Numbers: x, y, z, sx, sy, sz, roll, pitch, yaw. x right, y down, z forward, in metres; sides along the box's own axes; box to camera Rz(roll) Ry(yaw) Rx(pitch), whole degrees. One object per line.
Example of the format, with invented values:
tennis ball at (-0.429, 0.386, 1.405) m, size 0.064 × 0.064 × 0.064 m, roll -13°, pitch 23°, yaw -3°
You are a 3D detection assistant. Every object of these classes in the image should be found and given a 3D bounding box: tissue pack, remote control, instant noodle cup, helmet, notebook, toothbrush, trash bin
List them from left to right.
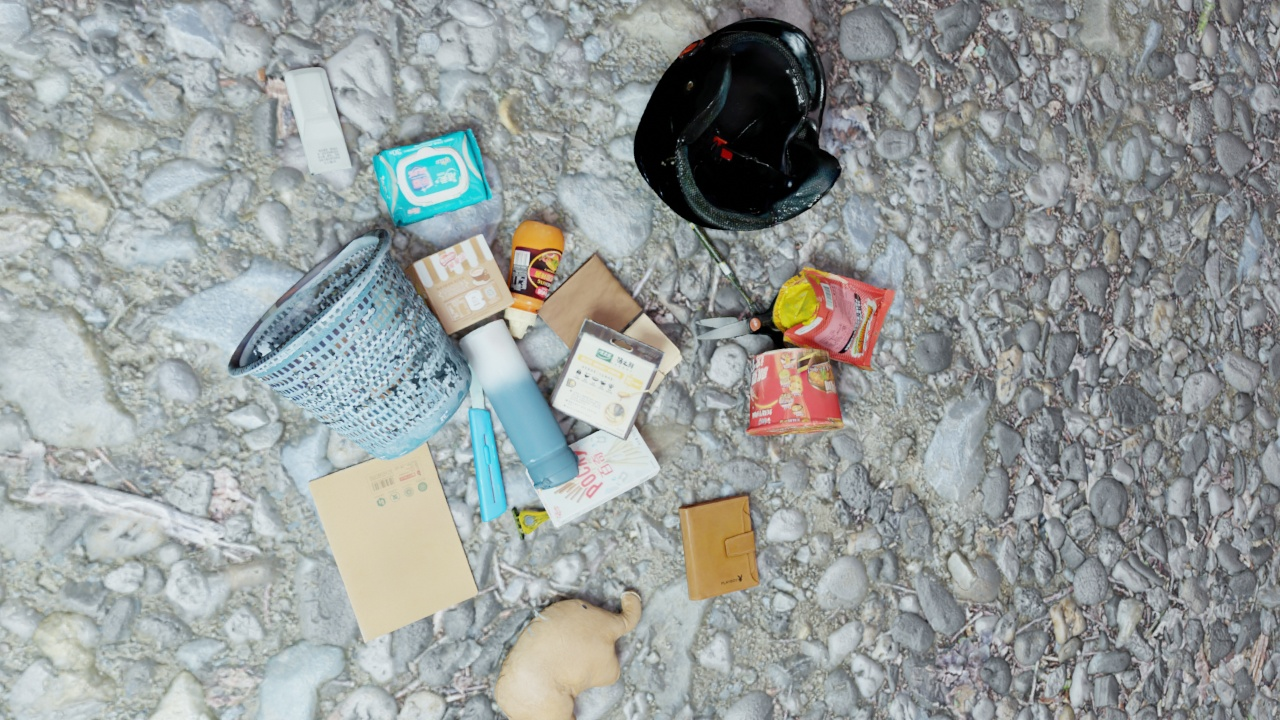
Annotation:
remote control at (-0.385, -0.286, 1.095) m, size 0.049 × 0.024 × 0.125 m, roll -16°, pitch 95°, yaw -21°
trash bin at (-0.307, -0.002, 1.033) m, size 0.226 × 0.227 × 0.195 m, roll -48°, pitch 118°, yaw -16°
notebook at (-0.300, 0.220, 1.124) m, size 0.147 × 0.008 × 0.207 m, roll -20°, pitch 96°, yaw -21°
tissue pack at (-0.255, -0.225, 1.131) m, size 0.133 × 0.050 × 0.093 m, roll -22°, pitch 96°, yaw -22°
toothbrush at (0.117, -0.137, 1.297) m, size 0.012 × 0.017 × 0.186 m, roll -42°, pitch 104°, yaw -16°
helmet at (0.118, -0.301, 1.189) m, size 0.233 × 0.230 × 0.274 m, roll 35°, pitch 77°, yaw -33°
instant noodle cup at (0.209, 0.045, 1.275) m, size 0.137 × 0.138 × 0.108 m, roll 0°, pitch 80°, yaw -22°

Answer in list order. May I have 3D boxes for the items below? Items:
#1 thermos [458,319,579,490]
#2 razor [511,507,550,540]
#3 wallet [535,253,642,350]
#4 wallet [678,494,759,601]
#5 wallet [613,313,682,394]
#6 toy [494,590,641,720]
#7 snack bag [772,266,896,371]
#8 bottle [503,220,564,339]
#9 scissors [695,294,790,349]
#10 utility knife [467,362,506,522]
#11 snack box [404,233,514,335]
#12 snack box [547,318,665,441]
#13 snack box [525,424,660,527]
thermos at (-0.148, 0.058, 1.142) m, size 0.070 × 0.070 × 0.220 m, roll -28°, pitch 90°, yaw -20°
razor at (-0.102, 0.192, 1.197) m, size 0.132 × 0.028 × 0.043 m, roll -18°, pitch 92°, yaw -23°
wallet at (-0.068, -0.068, 1.221) m, size 0.115 × 0.020 × 0.101 m, roll -44°, pitch 105°, yaw -14°
wallet at (0.109, 0.260, 1.278) m, size 0.107 × 0.031 × 0.132 m, roll -7°, pitch 93°, yaw -21°
wallet at (-0.007, 0.007, 1.225) m, size 0.115 × 0.024 × 0.087 m, roll -45°, pitch 104°, yaw -4°
toy at (-0.087, 0.371, 1.173) m, size 0.225 × 0.083 × 0.143 m, roll -48°, pitch 110°, yaw -19°
snack bag at (0.288, -0.061, 1.324) m, size 0.207 × 0.073 × 0.128 m, roll 12°, pitch 92°, yaw -39°
bottle at (-0.142, -0.101, 1.171) m, size 0.066 × 0.067 × 0.149 m, roll 14°, pitch 90°, yaw -21°
scissors at (0.173, -0.037, 1.294) m, size 0.233 × 0.022 × 0.161 m, roll -35°, pitch 107°, yaw -30°
utility knife at (-0.200, 0.102, 1.163) m, size 0.034 × 0.018 × 0.203 m, roll -9°, pitch 91°, yaw -21°
snack box at (-0.223, -0.091, 1.126) m, size 0.092 × 0.077 × 0.094 m, roll -28°, pitch 100°, yaw -20°
snack box at (-0.044, 0.024, 1.182) m, size 0.113 × 0.053 × 0.125 m, roll 24°, pitch 90°, yaw -2°
snack box at (-0.061, 0.144, 1.196) m, size 0.156 × 0.027 × 0.084 m, roll -25°, pitch 71°, yaw -21°
